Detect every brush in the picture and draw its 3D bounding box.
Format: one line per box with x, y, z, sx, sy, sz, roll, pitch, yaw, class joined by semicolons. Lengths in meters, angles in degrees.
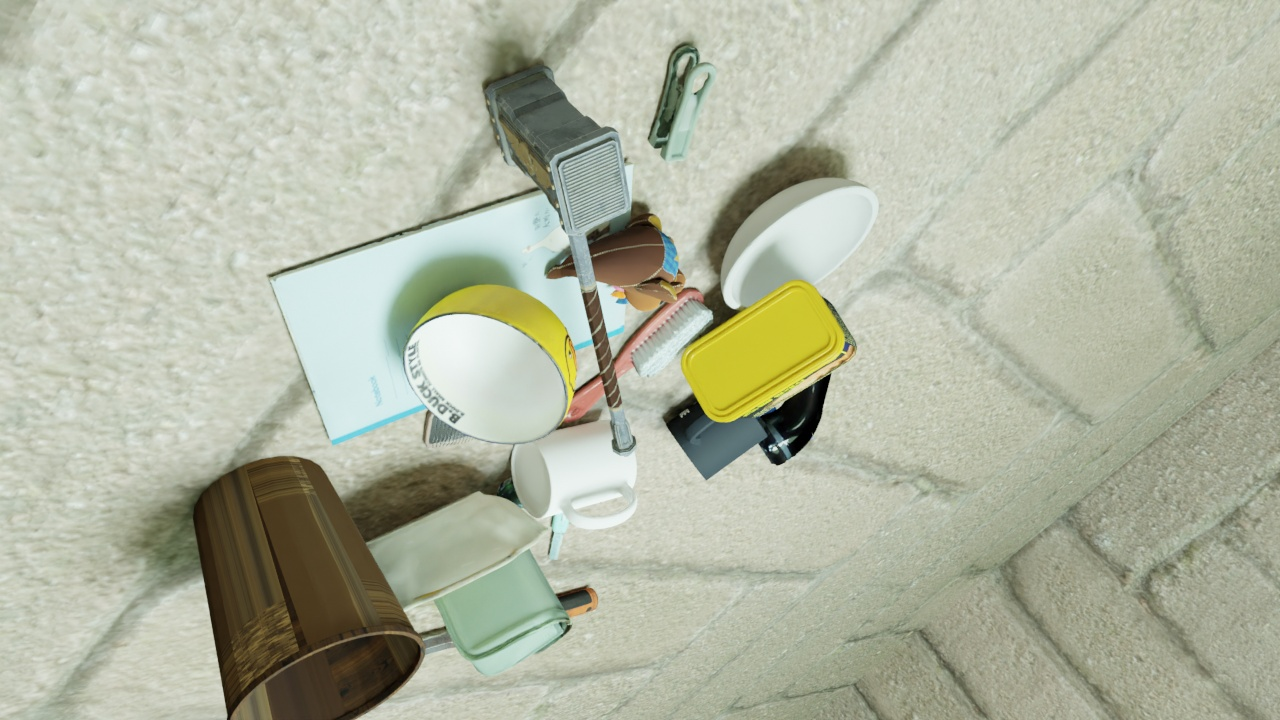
-0.005;0.005;0.813;0.172;0.030;0.041;-42;147;11;brush
-0.115;0.045;0.775;0.135;0.015;0.050;-14;143;-31;brush

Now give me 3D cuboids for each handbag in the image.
-0.140;0.236;0.902;0.106;0.121;0.067;-28;148;-12;handbag

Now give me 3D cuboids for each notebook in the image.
-0.120;-0.037;0.668;0.253;0.009;0.181;-22;146;-20;notebook

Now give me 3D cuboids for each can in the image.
0.119;-0.005;0.822;0.135;0.075;0.104;-33;165;17;can

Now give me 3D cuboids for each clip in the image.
0.028;-0.170;0.614;0.023;0.042;0.076;-16;143;-32;clip

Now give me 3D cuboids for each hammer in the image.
-0.032;-0.033;0.630;0.044;0.098;0.323;-26;139;-15;hammer
-0.175;0.299;1.037;0.313;0.035;0.138;-5;137;-40;hammer

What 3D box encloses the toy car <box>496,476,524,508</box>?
-0.096;0.124;0.884;0.089;0.027;0.039;4;135;-28;toy car

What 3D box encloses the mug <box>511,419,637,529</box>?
-0.051;0.109;0.828;0.090;0.110;0.074;-10;132;-35;mug

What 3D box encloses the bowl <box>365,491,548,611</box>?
-0.177;0.161;0.784;0.188;0.060;0.220;-24;179;-27;bowl

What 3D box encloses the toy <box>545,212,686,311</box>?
-0.017;-0.062;0.691;0.103;0.070;0.090;-11;159;0;toy

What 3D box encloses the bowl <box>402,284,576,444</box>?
-0.097;-0.006;0.638;0.117;0.067;0.117;8;131;9;bowl

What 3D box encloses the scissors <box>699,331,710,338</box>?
0.113;-0.012;0.917;0.157;0.014;0.142;-16;140;-28;scissors

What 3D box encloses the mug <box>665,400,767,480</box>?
0.074;0.067;0.921;0.077;0.071;0.105;-36;162;1;mug

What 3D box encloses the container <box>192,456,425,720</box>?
-0.250;0.165;0.663;0.132;0.167;0.132;-24;147;-18;container

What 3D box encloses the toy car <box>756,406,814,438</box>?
0.136;0.078;1.009;0.091;0.062;0.033;-20;145;-24;toy car

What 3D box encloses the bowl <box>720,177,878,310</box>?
0.125;-0.105;0.771;0.149;0.043;0.150;-25;156;-13;bowl

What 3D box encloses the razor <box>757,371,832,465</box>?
0.166;0.044;0.985;0.140;0.064;0.053;-62;149;-15;razor

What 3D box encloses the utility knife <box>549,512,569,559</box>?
-0.083;0.168;0.970;0.022;0.015;0.166;1;140;-12;utility knife
